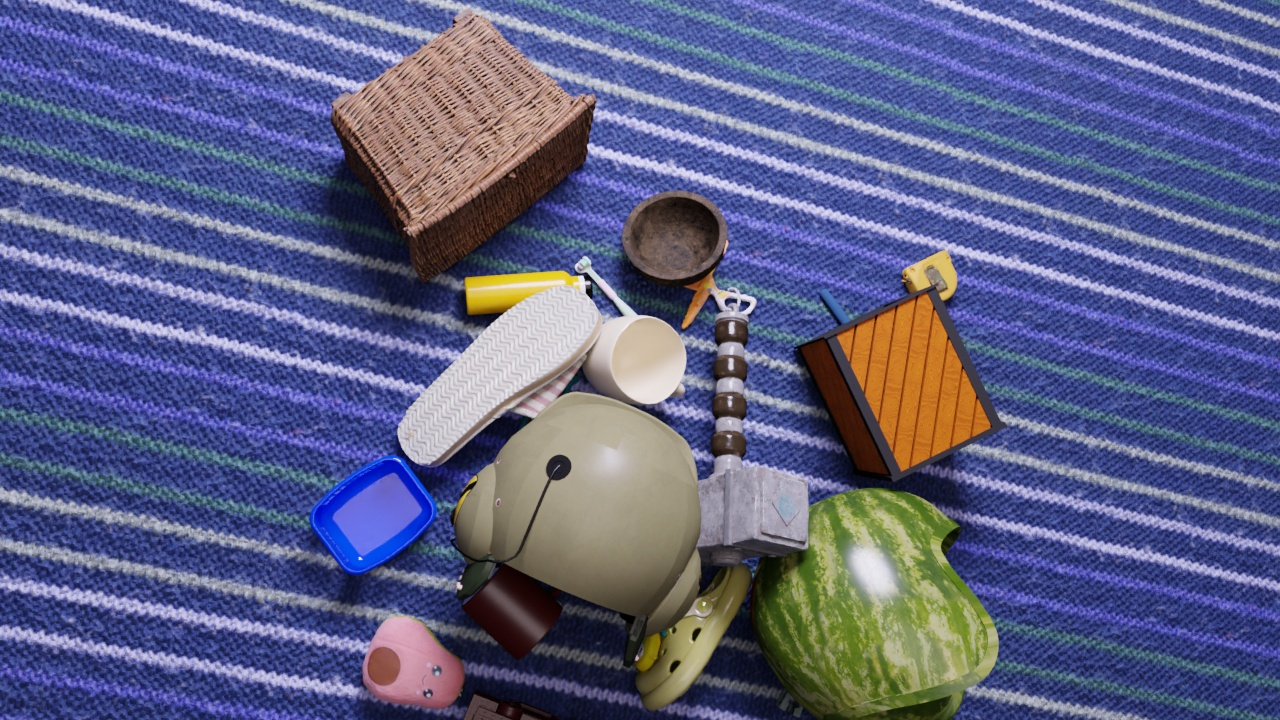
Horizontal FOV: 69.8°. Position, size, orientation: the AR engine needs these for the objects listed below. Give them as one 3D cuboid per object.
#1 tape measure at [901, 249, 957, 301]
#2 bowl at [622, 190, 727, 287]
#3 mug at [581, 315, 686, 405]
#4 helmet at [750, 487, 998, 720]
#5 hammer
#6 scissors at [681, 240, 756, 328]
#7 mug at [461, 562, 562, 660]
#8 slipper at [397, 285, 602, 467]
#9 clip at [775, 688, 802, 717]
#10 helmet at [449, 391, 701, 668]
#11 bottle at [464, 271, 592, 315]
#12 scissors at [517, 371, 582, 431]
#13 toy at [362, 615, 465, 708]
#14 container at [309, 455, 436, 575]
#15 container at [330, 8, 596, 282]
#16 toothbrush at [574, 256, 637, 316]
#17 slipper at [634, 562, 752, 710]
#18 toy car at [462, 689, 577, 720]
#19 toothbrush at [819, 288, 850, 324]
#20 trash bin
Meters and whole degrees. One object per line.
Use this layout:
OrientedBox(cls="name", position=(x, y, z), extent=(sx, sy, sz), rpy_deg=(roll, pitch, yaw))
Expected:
OrientedBox(cls="tape measure", position=(0.367, -0.100, 1.155), extent=(0.068, 0.030, 0.059), rpy_deg=(-25, 85, -12))
OrientedBox(cls="bowl", position=(0.042, -0.134, 1.082), extent=(0.121, 0.056, 0.121), rpy_deg=(-3, 65, 5))
OrientedBox(cls="mug", position=(-0.006, 0.006, 1.038), extent=(0.120, 0.100, 0.096), rpy_deg=(38, 73, -24))
OrientedBox(cls="helmet", position=(0.239, 0.260, 0.980), extent=(0.243, 0.213, 0.246), rpy_deg=(-9, 56, 2))
OrientedBox(cls="hammer", position=(0.099, 0.061, 1.011), extent=(0.079, 0.177, 0.325), rpy_deg=(18, 65, -32))
OrientedBox(cls="scissors", position=(0.085, -0.089, 1.111), extent=(0.131, 0.011, 0.125), rpy_deg=(29, 78, -2))
OrientedBox(cls="mug", position=(-0.130, 0.256, 0.998), extent=(0.082, 0.073, 0.105), rpy_deg=(44, 52, -2))
OrientedBox(cls="slipper", position=(-0.150, 0.024, 1.015), extent=(0.263, 0.052, 0.115), rpy_deg=(-39, 58, -1))
OrientedBox(cls="clip", position=(0.185, 0.370, 1.058), extent=(0.044, 0.023, 0.076), rpy_deg=(28, 80, -7))
OrientedBox(cls="helmet", position=(-0.050, 0.153, 0.916), extent=(0.250, 0.256, 0.232), rpy_deg=(24, 81, -7))
OrientedBox(cls="bottle", position=(-0.128, -0.079, 1.055), extent=(0.143, 0.043, 0.043), rpy_deg=(-5, 83, -11))
OrientedBox(cls="scissors", position=(-0.095, 0.034, 1.058), extent=(0.133, 0.019, 0.146), rpy_deg=(-24, 85, -15))
OrientedBox(cls="toy", position=(-0.237, 0.324, 0.973), extent=(0.110, 0.051, 0.090), rpy_deg=(24, 80, -7))
OrientedBox(cls="container", position=(-0.283, 0.165, 0.984), extent=(0.114, 0.058, 0.096), rpy_deg=(-37, 90, -13))
OrientedBox(cls="container", position=(-0.204, -0.243, 1.010), extent=(0.249, 0.162, 0.183), rpy_deg=(-41, 87, -14))
OrientedBox(cls="toothbrush", position=(-0.020, -0.061, 1.087), extent=(0.155, 0.015, 0.022), rpy_deg=(47, 111, 0))
OrientedBox(cls="slipper", position=(0.049, 0.291, 1.012), extent=(0.081, 0.092, 0.190), rpy_deg=(38, 74, -1))
OrientedBox(cls="toy car", position=(-0.110, 0.409, 0.978), extent=(0.170, 0.062, 0.070), rpy_deg=(24, 78, -6))
OrientedBox(cls="toothbrush", position=(0.274, -0.020, 1.135), extent=(0.014, 0.014, 0.167), rpy_deg=(-36, 90, -6))
OrientedBox(cls="trash bin", position=(0.291, 0.028, 1.055), extent=(0.139, 0.140, 0.172), rpy_deg=(-25, 88, -5))
